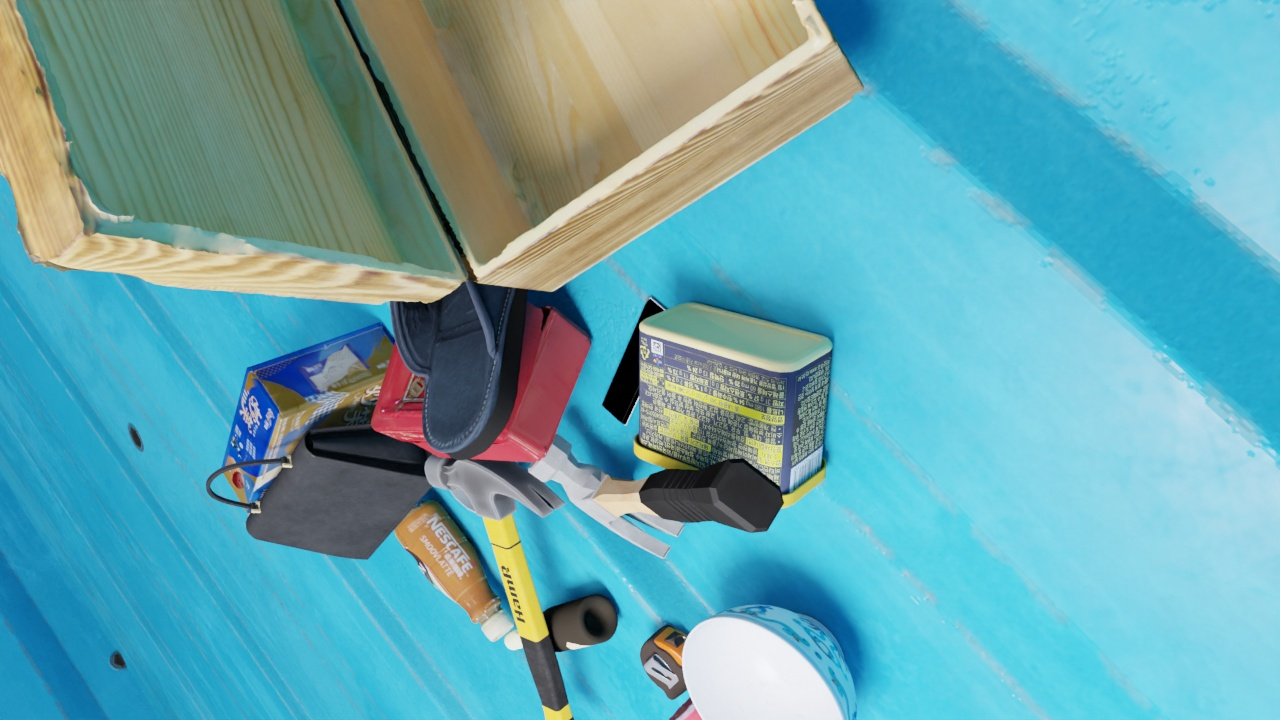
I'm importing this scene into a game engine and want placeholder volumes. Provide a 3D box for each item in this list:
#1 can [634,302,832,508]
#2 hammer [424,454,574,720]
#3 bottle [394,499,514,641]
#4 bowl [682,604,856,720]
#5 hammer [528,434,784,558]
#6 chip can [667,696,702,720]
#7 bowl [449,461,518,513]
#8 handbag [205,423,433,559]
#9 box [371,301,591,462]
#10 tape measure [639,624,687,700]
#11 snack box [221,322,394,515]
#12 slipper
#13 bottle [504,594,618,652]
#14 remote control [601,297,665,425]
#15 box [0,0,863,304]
[{"bbox_3d":[0.064,0.027,0.650,0.135,0.075,0.104,18,119,36],"label":"can"},{"bbox_3d":[-0.106,0.235,0.872,0.170,0.034,0.325,3,113,45],"label":"hammer"},{"bbox_3d":[-0.199,0.230,0.999,0.167,0.059,0.059,49,135,13],"label":"bottle"},{"bbox_3d":[0.112,0.243,0.711,0.144,0.074,0.144,20,123,35],"label":"bowl"},{"bbox_3d":[0.010,0.097,0.654,0.131,0.039,0.329,38,163,-9],"label":"hammer"},{"bbox_3d":[0.122,0.377,0.771,0.233,0.073,0.073,48,134,13],"label":"chip can"},{"bbox_3d":[-0.158,0.098,0.910,0.106,0.039,0.106,20,123,35],"label":"bowl"},{"bbox_3d":[-0.340,0.131,0.939,0.176,0.195,0.072,-46,50,34],"label":"handbag"},{"bbox_3d":[-0.135,0.016,0.776,0.158,0.129,0.097,-1,153,40],"label":"box"},{"bbox_3d":[0.028,0.272,0.828,0.059,0.038,0.058,48,134,14],"label":"tape measure"},{"bbox_3d":[-0.351,0.064,0.987,0.069,0.154,0.203,51,135,13],"label":"snack box"},{"bbox_3d":[-0.148,-0.059,0.703,0.109,0.083,0.265,-25,53,32],"label":"slipper"},{"bbox_3d":[-0.090,0.274,0.932,0.185,0.045,0.045,-32,87,49],"label":"bottle"},{"bbox_3d":[-0.004,0.004,0.744,0.028,0.011,0.124,41,132,20],"label":"remote control"},{"bbox_3d":[-0.113,-0.198,0.434,0.287,0.335,0.279,-31,81,22],"label":"box"}]
